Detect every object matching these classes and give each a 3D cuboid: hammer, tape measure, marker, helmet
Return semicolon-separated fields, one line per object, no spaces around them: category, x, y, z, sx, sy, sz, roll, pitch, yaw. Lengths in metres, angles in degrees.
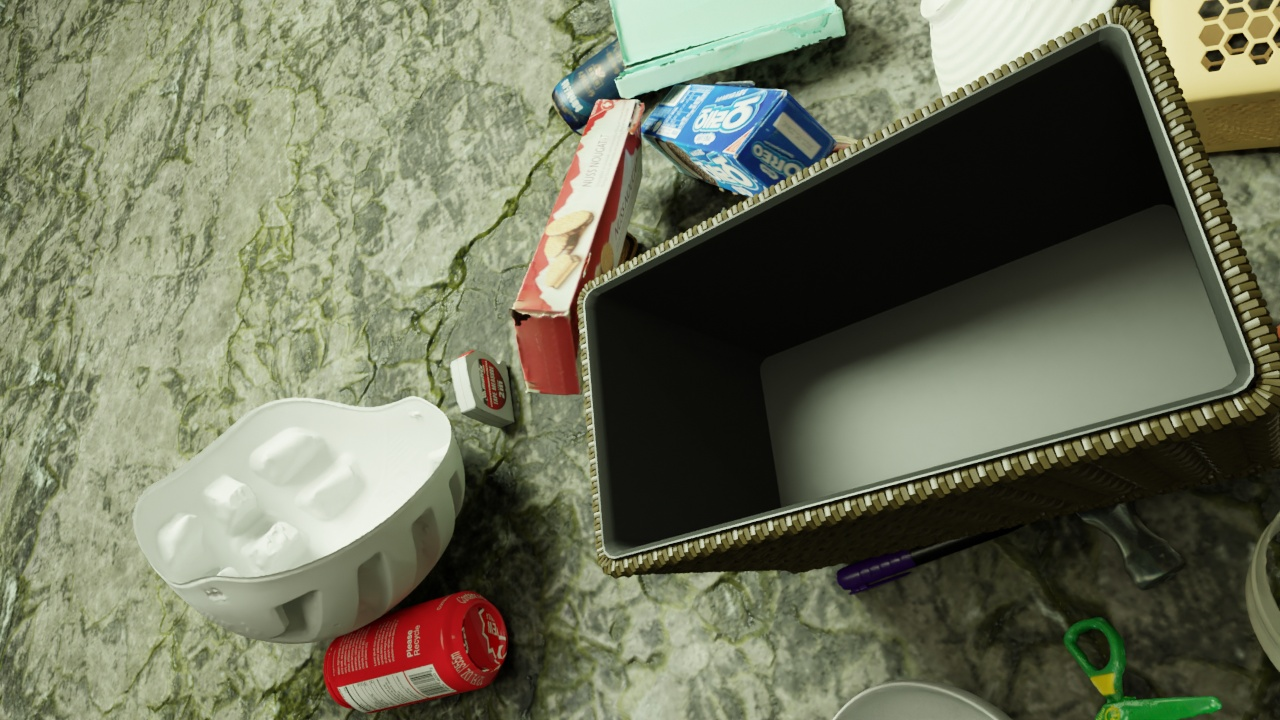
hammer;0.378;-0.020;0.509;0.334;0.033;0.133;-38;55;13
tape measure;-0.139;0.024;0.802;0.020;0.062;0.060;-23;64;24
marker;0.187;0.120;0.583;0.134;0.015;0.018;-27;87;22
helmet;-0.260;0.122;0.749;0.283;0.184;0.223;-20;26;39

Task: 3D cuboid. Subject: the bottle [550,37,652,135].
bottle;-0.006;-0.268;0.833;0.161;0.056;0.056;-31;58;19

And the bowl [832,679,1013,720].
bowl;0.166;0.250;0.514;0.132;0.064;0.131;-13;66;30

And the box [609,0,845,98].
box;0.066;-0.283;0.749;0.187;0.078;0.110;-10;94;13

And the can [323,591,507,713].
can;-0.180;0.235;0.736;0.143;0.074;0.074;-21;61;24

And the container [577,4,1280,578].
container;0.154;0.008;0.498;0.322;0.204;0.176;-23;62;36

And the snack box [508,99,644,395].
snack box;-0.036;-0.094;0.667;0.044;0.077;0.272;4;43;9

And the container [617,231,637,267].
container;-0.058;-0.066;0.787;0.061;0.063;0.114;11;78;43

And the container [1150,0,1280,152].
container;0.390;-0.215;0.516;0.184;0.129;0.167;4;83;34

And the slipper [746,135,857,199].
slipper;0.138;-0.118;0.657;0.093;0.081;0.197;-54;44;4

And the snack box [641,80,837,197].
snack box;0.062;-0.167;0.689;0.059;0.059;0.226;-52;24;3

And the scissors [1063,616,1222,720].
scissors;0.245;0.193;0.479;0.127;0.012;0.122;-92;26;-68

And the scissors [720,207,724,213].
scissors;0.071;-0.068;0.735;0.129;0.014;0.127;-11;62;33

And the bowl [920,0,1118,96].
bowl;0.234;-0.243;0.599;0.178;0.071;0.177;-61;12;23

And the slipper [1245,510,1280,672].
slipper;0.337;0.110;0.437;0.060;0.118;0.295;34;99;48
